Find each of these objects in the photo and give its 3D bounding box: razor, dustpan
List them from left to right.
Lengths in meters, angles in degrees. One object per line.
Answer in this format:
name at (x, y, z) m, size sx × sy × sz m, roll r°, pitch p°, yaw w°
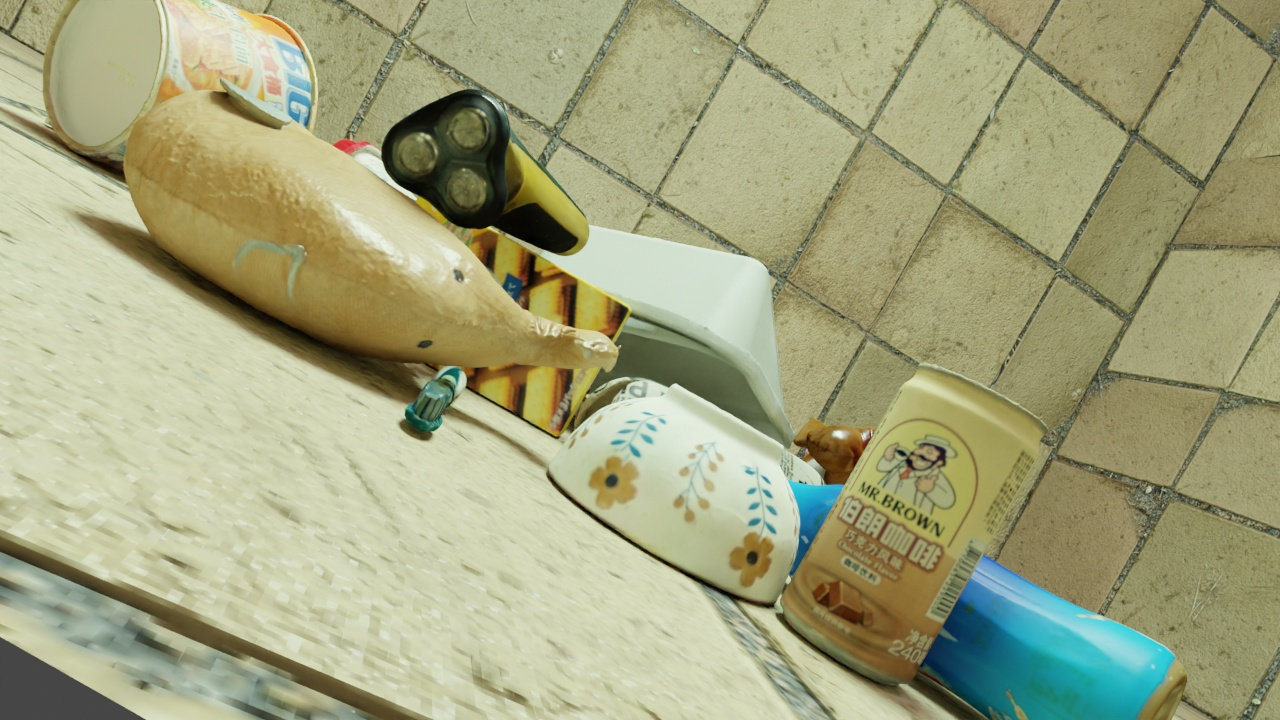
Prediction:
razor at (-0.067, -0.085, 0.478) m, size 0.067 × 0.062 × 0.167 m, roll 70°, pitch 13°, yaw 13°
dustpan at (-0.004, 0.004, 0.690) m, size 0.223 × 0.142 × 0.258 m, roll 14°, pitch -43°, yaw 18°

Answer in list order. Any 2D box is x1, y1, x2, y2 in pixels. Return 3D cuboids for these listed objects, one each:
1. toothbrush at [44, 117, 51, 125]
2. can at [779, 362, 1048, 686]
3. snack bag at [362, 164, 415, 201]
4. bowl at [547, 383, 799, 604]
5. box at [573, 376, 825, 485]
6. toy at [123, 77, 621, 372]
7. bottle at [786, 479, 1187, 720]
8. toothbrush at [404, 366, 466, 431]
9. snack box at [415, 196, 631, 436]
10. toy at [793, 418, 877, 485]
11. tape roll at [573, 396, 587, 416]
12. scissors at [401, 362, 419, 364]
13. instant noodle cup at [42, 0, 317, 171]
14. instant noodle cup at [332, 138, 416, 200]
toothbrush at (-0.364, -0.144, 0.723) m, size 0.189 × 0.029 × 0.020 m, roll 32°, pitch 41°, yaw -47°
can at (0.107, 0.064, 0.363) m, size 0.058 × 0.116 × 0.058 m, roll 29°, pitch 0°, yaw 0°
snack bag at (-0.151, -0.084, 0.645) m, size 0.110 × 0.038 × 0.191 m, roll 34°, pitch -11°, yaw -8°
bowl at (0.024, 0.050, 0.398) m, size 0.113 × 0.062 × 0.113 m, roll 30°, pitch 1°, yaw -1°
box at (0.035, 0.064, 0.543) m, size 0.162 × 0.076 × 0.088 m, roll 26°, pitch -21°, yaw -23°
toy at (-0.120, -0.042, 0.408) m, size 0.226 × 0.082 × 0.143 m, roll 32°, pitch 14°, yaw 8°
bottle at (0.122, 0.102, 0.419) m, size 0.219 × 0.065 × 0.065 m, roll 30°, pitch 0°, yaw 40°
toothbrush at (-0.087, 0.011, 0.411) m, size 0.016 × 0.018 × 0.191 m, roll 29°, pitch 0°, yaw -9°
snack box at (-0.086, -0.027, 0.536) m, size 0.140 × 0.087 × 0.034 m, roll 30°, pitch 0°, yaw 2°
toy at (0.170, 0.114, 0.762) m, size 0.130 × 0.140 × 0.199 m, roll -12°, pitch -6°, yaw 4°
tape roll at (-0.035, 0.045, 0.754) m, size 0.086 × 0.014 × 0.086 m, roll 29°, pitch 0°, yaw 0°
scissors at (-0.146, -0.035, 0.486) m, size 0.134 × 0.017 × 0.113 m, roll 8°, pitch 43°, yaw -8°
instant noodle cup at (-0.316, -0.184, 0.624) m, size 0.151 × 0.151 × 0.111 m, roll 30°, pitch 8°, yaw 24°
instant noodle cup at (-0.249, -0.125, 0.862) m, size 0.124 × 0.116 × 0.116 m, roll 41°, pitch 2°, yaw 7°
